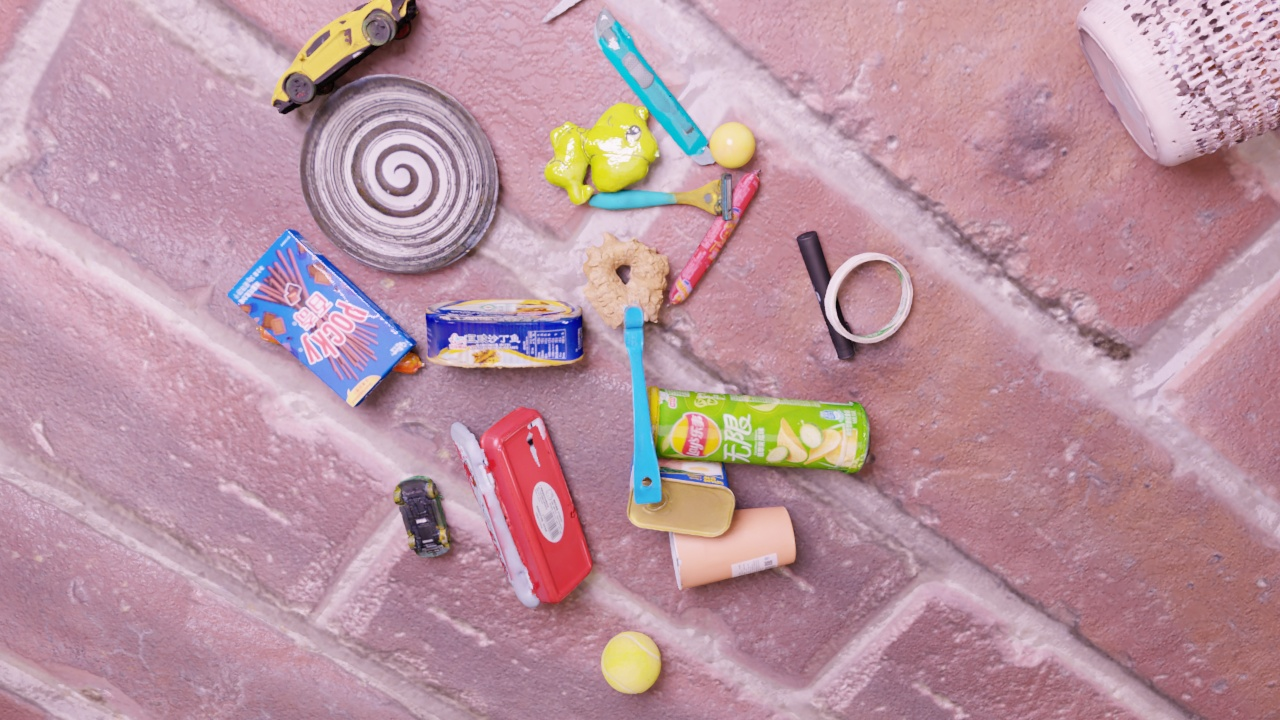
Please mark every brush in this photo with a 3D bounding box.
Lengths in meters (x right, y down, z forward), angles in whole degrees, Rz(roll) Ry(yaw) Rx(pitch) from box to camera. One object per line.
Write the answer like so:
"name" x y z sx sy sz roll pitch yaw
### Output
"brush" -0.005 0.005 0.847 0.083 0.046 0.254 -5 87 -6

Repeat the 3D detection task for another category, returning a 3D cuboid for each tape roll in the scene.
"tape roll" 0.217 -0.059 0.870 0.085 0.014 0.086 -4 107 -15

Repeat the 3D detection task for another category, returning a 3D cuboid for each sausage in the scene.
"sausage" -0.291 -0.013 0.892 0.165 0.021 0.021 13 110 -6
"sausage" 0.068 -0.112 0.858 0.020 0.020 0.156 29 108 -11

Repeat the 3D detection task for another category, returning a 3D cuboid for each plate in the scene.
"plate" -0.217 -0.167 0.833 0.179 0.024 0.180 0 110 1

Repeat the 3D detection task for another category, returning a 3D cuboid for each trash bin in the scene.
"trash bin" 0.466 -0.263 0.713 0.192 0.226 0.227 -31 109 24

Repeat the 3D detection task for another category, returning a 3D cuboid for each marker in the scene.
"marker" 0.179 -0.061 0.877 0.022 0.020 0.132 -17 111 16

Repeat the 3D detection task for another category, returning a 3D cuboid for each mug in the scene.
"mug" 0.094 0.189 0.946 0.123 0.078 0.078 -8 111 -2

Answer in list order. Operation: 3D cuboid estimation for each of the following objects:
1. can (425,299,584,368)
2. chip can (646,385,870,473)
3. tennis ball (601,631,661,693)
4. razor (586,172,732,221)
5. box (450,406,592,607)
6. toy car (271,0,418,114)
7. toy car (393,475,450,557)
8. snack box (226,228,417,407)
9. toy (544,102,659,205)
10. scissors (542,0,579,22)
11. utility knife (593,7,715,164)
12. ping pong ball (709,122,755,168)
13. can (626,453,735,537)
"can" -0.127 -0.026 0.861 0.148 0.074 0.049 0 107 -1
"chip can" 0.112 0.068 0.899 0.221 0.072 0.073 4 111 -2
"tennis ball" -0.010 0.330 1.003 0.065 0.065 0.065 0 111 0
"razor" 0.017 -0.147 0.837 0.132 0.028 0.043 -1 105 7
"box" -0.134 0.150 0.937 0.099 0.095 0.201 -1 115 38
"toy car" -0.251 -0.260 0.771 0.156 0.071 0.041 -33 109 12
"toy car" -0.224 0.160 0.951 0.043 0.036 0.091 -10 112 4
"snack box" -0.298 -0.039 0.862 0.157 0.026 0.084 44 94 -8
"toy" -0.033 -0.184 0.821 0.100 0.031 0.097 12 100 4
"scissors" -0.014 -0.347 0.769 0.171 0.012 0.141 4 110 -4
"utility knife" 0.013 -0.237 0.812 0.029 0.013 0.164 -37 107 16
"ping pong ball" 0.082 -0.191 0.815 0.040 0.040 0.040 0 111 0
"can" 0.038 0.126 0.915 0.102 0.083 0.057 8 110 -3
